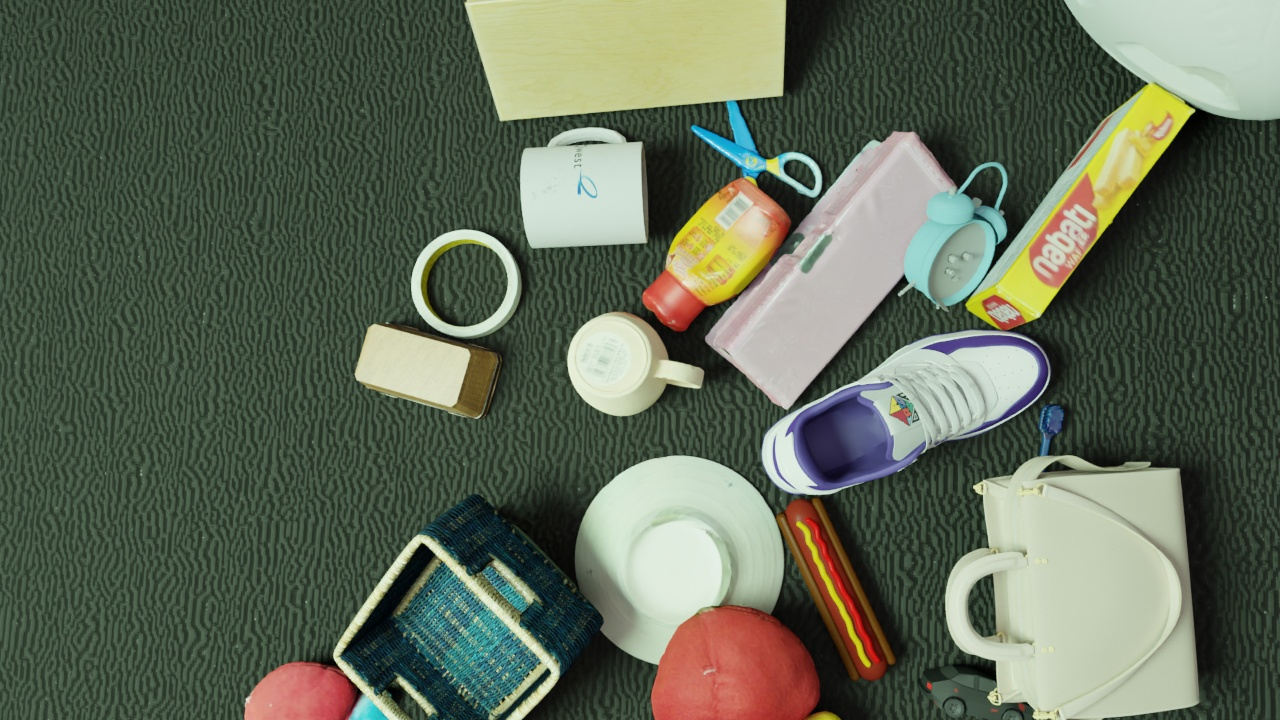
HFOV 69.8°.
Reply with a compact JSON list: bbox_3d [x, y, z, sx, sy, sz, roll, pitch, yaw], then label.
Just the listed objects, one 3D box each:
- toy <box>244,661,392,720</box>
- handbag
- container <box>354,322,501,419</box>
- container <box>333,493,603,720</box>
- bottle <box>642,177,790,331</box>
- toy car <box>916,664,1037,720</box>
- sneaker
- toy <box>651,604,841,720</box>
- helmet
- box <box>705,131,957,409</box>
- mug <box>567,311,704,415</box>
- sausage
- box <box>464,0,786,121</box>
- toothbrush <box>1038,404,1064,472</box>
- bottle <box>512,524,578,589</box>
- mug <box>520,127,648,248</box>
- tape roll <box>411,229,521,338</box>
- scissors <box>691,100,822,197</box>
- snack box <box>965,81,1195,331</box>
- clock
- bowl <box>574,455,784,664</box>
[{"bbox_3d":[-0.260,0.299,0.761,0.133,0.062,0.092,27,100,-11],"label":"toy"},{"bbox_3d":[0.306,0.169,0.678,0.197,0.101,0.194,0,84,-22],"label":"handbag"},{"bbox_3d":[-0.183,0.006,0.776,0.114,0.061,0.063,15,86,6],"label":"container"},{"bbox_3d":[-0.135,0.214,0.707,0.145,0.071,0.188,43,123,7],"label":"container"},{"bbox_3d":[0.060,-0.084,0.764,0.134,0.048,0.071,-47,70,6],"label":"bottle"},{"bbox_3d":[0.268,0.263,0.727,0.092,0.042,0.036,10,88,6],"label":"toy car"},{"bbox_3d":[0.211,0.036,0.717,0.244,0.111,0.092,-24,83,2],"label":"sneaker"},{"bbox_3d":[0.082,0.287,0.695,0.147,0.098,0.216,-20,103,-4],"label":"toy"},{"bbox_3d":[0.423,-0.301,0.677,0.282,0.223,0.184,42,112,-1],"label":"helmet"},{"bbox_3d":[0.157,-0.078,0.771,0.099,0.080,0.232,40,90,-28],"label":"box"},{"bbox_3d":[-0.004,0.004,0.741,0.111,0.104,0.085,11,86,6],"label":"mug"},{"bbox_3d":[0.158,0.185,0.744,0.040,0.040,0.155,-25,83,2],"label":"sausage"},{"bbox_3d":[-0.010,-0.306,0.759,0.248,0.142,0.179,-5,78,4],"label":"box"},{"bbox_3d":[0.320,0.128,0.747,0.016,0.017,0.190,12,86,7],"label":"toothbrush"},{"bbox_3d":[-0.106,0.174,0.756,0.108,0.060,0.060,44,89,7],"label":"bottle"},{"bbox_3d":[-0.044,-0.153,0.777,0.096,0.083,0.119,-2,57,4],"label":"mug"},{"bbox_3d":[-0.152,-0.066,0.801,0.094,0.019,0.094,0,85,4],"label":"tape roll"},{"bbox_3d":[0.104,-0.175,0.793,0.109,0.018,0.131,-18,85,0],"label":"scissors"},{"bbox_3d":[0.344,-0.117,0.730,0.042,0.092,0.200,37,89,7],"label":"snack box"},{"bbox_3d":[0.258,-0.100,0.736,0.042,0.087,0.123,42,114,46],"label":"clock"},{"bbox_3d":[0.030,0.166,0.747,0.177,0.058,0.176,0,85,5],"label":"bowl"}]
